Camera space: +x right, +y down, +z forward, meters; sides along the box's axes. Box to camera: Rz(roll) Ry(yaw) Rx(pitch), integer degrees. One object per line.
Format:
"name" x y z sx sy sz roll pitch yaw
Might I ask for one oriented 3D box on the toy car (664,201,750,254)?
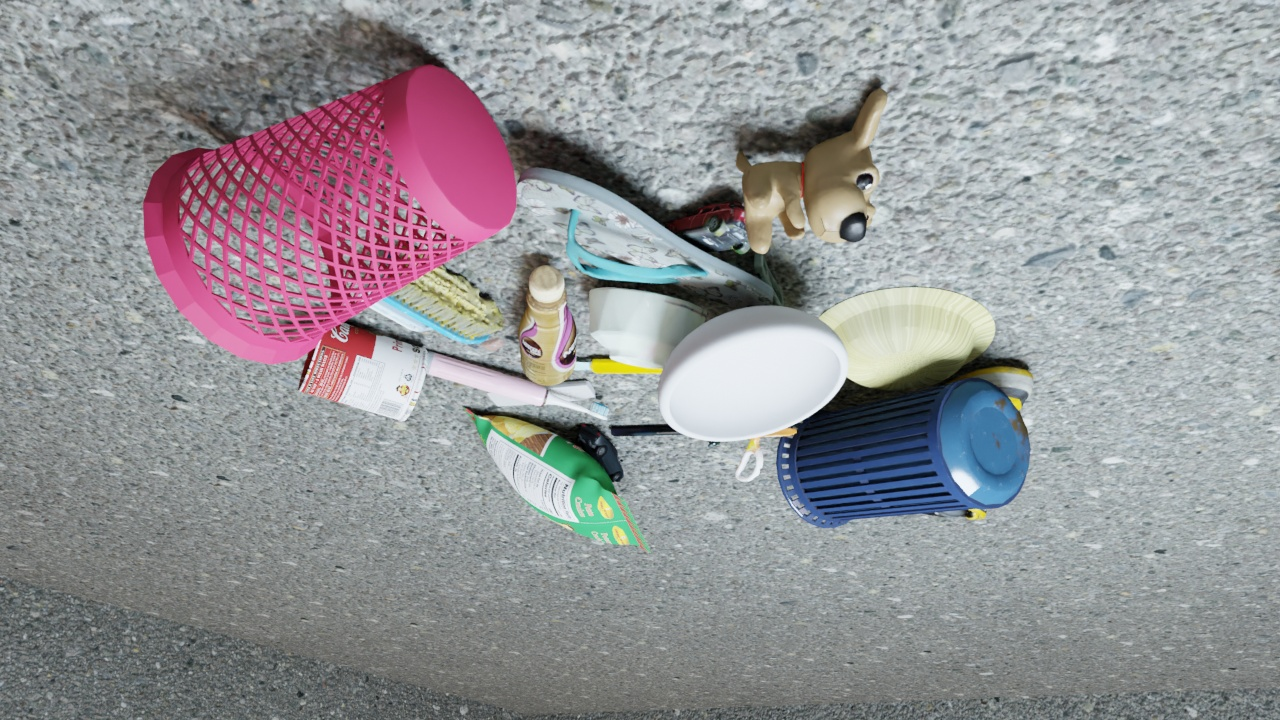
"toy car" 0.058 -0.111 0.788 0.091 0.036 0.042 -10 152 45

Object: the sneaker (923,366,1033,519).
"sneaker" 0.368 0.105 1.038 0.086 0.122 0.239 6 152 -5

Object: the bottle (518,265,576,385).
"bottle" -0.093 -0.036 0.923 0.059 0.059 0.166 6 150 -1

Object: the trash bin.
"trash bin" 0.277 0.102 0.978 0.139 0.139 0.250 20 159 -25

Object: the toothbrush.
"toothbrush" -0.142 0.033 1.069 0.222 0.026 0.027 17 180 -13

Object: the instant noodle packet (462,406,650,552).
"instant noodle packet" -0.106 0.158 1.200 0.253 0.090 0.196 26 158 24

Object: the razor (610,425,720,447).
"razor" 0.032 0.092 1.171 0.144 0.022 0.042 3 -170 12

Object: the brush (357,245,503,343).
"brush" -0.205 -0.054 0.912 0.076 0.055 0.135 -24 140 34

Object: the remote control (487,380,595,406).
"remote control" -0.120 0.039 1.106 0.131 0.012 0.033 -5 147 17

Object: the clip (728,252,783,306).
"clip" 0.119 -0.074 0.861 0.051 0.023 0.078 -22 139 41

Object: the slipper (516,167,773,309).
"slipper" 0.000 -0.082 0.788 0.268 0.054 0.098 23 167 -34

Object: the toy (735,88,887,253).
"toy" 0.131 -0.131 0.694 0.108 0.105 0.134 -9 145 3

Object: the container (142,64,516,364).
"container" -0.222 -0.119 0.703 0.226 0.182 0.183 -19 143 23

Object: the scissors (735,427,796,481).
"scissors" 0.134 0.088 1.073 0.011 0.128 0.125 4 176 -39

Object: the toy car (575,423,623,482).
"toy car" -0.051 0.123 1.215 0.046 0.034 0.112 27 157 33

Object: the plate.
"plate" 0.266 -0.008 0.940 0.184 0.036 0.185 4 151 2

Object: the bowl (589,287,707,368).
"bowl" 0.003 -0.027 0.883 0.117 0.061 0.117 10 173 1

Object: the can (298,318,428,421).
"can" -0.304 0.010 1.010 0.116 0.086 0.087 19 148 -23

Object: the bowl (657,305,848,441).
"bowl" 0.098 0.002 0.850 0.176 0.066 0.177 -9 145 -6

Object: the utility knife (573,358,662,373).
"utility knife" -0.006 0.006 1.025 0.191 0.017 0.030 -3 145 6
